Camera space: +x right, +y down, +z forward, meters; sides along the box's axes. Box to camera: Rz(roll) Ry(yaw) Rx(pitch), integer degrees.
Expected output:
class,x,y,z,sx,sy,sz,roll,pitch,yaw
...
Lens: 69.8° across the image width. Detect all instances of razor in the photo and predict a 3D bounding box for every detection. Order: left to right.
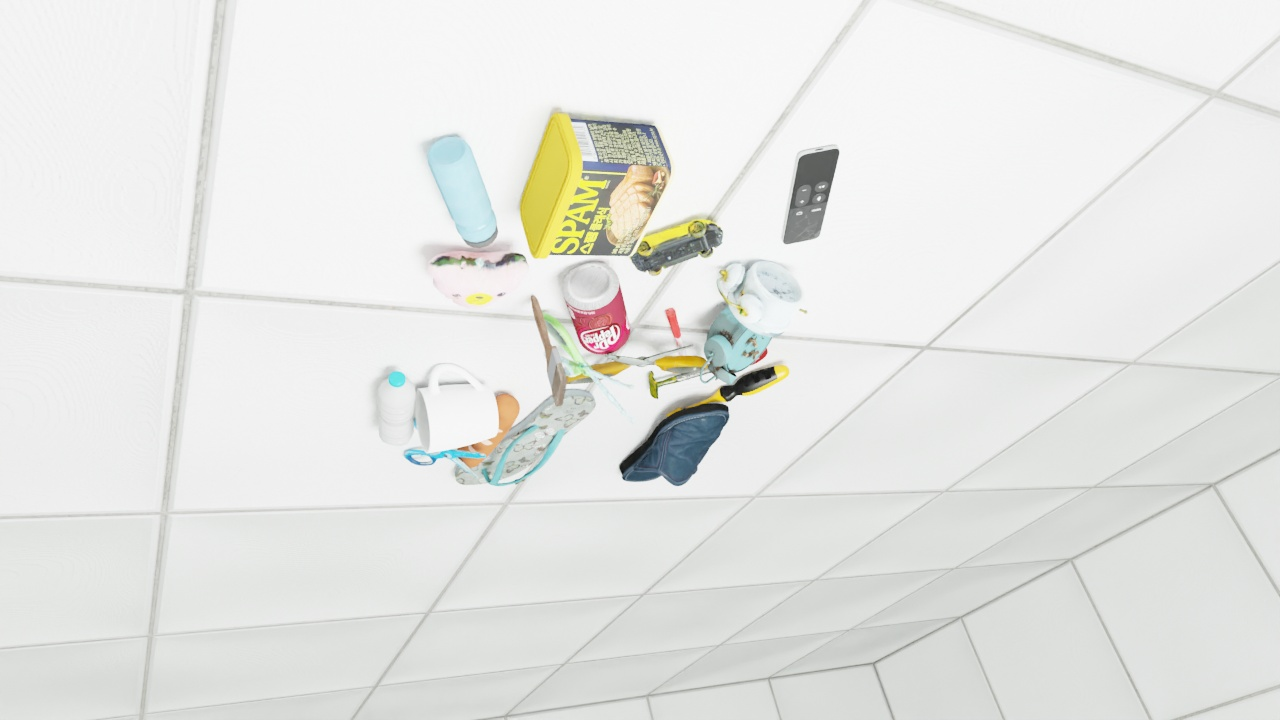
class,x,y,z,sx,sy,sz,roll,pitch,yaw
razor,0.063,0.022,1.263,0.106,0.026,0.042,-16,148,-7

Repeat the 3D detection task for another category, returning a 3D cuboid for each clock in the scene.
class,x,y,z,sx,sy,sz,roll,pitch,yaw
clock,0.115,-0.020,1.144,0.124,0.053,0.090,-41,150,-14
clock,0.138,-0.074,1.079,0.117,0.083,0.057,2,140,-34

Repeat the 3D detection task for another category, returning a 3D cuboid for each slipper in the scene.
class,x,y,z,sx,sy,sz,roll,pitch,yaw
slipper,-0.159,0.129,1.309,0.269,0.054,0.098,-36,146,29
slipper,0.058,0.151,1.398,0.108,0.083,0.266,2,149,-30

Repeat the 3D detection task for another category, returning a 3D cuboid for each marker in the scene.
class,x,y,z,sx,sy,sz,roll,pitch,yaw
marker,0.049,-0.026,1.186,0.013,0.012,0.142,-17,150,2

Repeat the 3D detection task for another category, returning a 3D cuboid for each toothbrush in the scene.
class,x,y,z,sx,sy,sz,roll,pitch,yaw
toothbrush,0.125,0.048,1.329,0.197,0.031,0.031,-23,146,21

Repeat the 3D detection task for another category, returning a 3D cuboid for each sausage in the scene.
class,x,y,z,sx,sy,sz,roll,pitch,yaw
sausage,-0.205,0.096,1.242,0.044,0.039,0.165,-13,156,-41

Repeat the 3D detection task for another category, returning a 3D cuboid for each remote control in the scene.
class,x,y,z,sx,sy,sz,roll,pitch,yaw
remote control,0.184,-0.178,1.001,0.045,0.008,0.147,-12,149,-6

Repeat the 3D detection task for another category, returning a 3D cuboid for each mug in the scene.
class,x,y,z,sx,sy,sz,roll,pitch,yaw
mug,-0.229,0.054,1.143,0.087,0.081,0.114,-8,118,-25

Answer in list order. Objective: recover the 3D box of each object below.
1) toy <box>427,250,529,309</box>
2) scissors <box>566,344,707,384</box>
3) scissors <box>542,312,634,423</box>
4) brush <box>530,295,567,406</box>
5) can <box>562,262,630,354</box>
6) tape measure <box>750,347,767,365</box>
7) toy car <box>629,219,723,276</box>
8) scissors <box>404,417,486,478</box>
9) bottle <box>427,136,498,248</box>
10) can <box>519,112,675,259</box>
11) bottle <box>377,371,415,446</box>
class,x,y,z,sx,sy,sz,roll,pitch,yaw
toy,-0.172,-0.083,0.955,0.102,0.050,0.093,0,151,-19
scissors,-0.006,0.007,1.152,0.230,0.016,0.225,-12,170,29
scissors,-0.065,0.011,1.093,0.024,0.171,0.166,-42,-173,-28
brush,-0.102,-0.018,1.001,0.008,0.143,0.045,-6,140,-19
can,-0.048,-0.057,1.040,0.063,0.063,0.114,-15,150,-1
tape measure,0.150,-0.012,1.246,0.059,0.019,0.051,-35,144,30
toy car,0.039,-0.126,1.000,0.107,0.030,0.049,-17,148,7
scissors,-0.275,0.124,1.251,0.140,0.011,0.134,-19,130,36
bottle,-0.162,-0.151,0.858,0.040,0.040,0.130,-14,150,-2
can,-0.043,-0.160,0.866,0.104,0.075,0.136,-2,147,-26
bottle,-0.301,0.058,1.133,0.044,0.044,0.136,-4,148,-18
